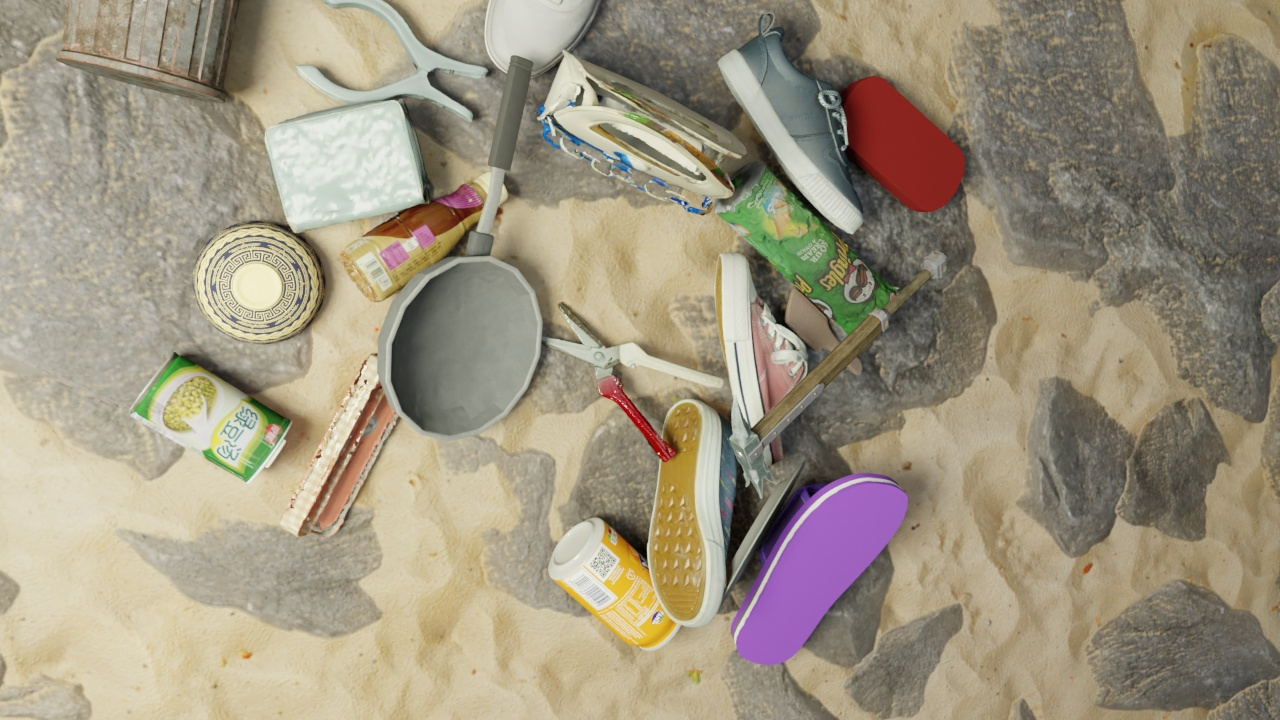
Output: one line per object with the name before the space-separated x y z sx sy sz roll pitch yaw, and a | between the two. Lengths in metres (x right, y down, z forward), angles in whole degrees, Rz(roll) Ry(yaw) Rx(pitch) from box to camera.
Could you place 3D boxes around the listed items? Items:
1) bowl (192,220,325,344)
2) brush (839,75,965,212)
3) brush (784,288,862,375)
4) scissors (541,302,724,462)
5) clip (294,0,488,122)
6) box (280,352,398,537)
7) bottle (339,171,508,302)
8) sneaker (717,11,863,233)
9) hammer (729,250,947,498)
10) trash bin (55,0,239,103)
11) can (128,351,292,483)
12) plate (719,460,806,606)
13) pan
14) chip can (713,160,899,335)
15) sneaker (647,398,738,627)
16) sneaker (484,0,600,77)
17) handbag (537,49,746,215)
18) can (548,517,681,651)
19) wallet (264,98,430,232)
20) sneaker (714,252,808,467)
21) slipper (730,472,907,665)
bowl | -0.339 -0.068 0.817 0.112 0.061 0.112 -3 99 -19
brush | 0.280 -0.237 1.019 0.173 0.042 0.082 34 86 -21
brush | 0.206 -0.024 1.035 0.135 0.015 0.049 38 53 -28
scissors | -0.006 0.018 0.942 0.179 0.015 0.193 -13 92 -2
clip | -0.220 -0.300 0.842 0.171 0.029 0.141 7 97 -21
box | -0.275 0.082 0.867 0.043 0.083 0.187 28 90 9
bottle | -0.198 -0.122 0.861 0.165 0.060 0.059 -38 108 -19
sneaker | 0.174 -0.241 0.947 0.087 0.089 0.235 -35 103 10
hammer | 0.209 -0.010 0.938 0.316 0.028 0.147 -42 139 -15
trash bin | -0.379 -0.327 0.729 0.130 0.131 0.211 10 96 -20
can | -0.380 0.052 0.818 0.121 0.067 0.067 37 85 -20
plate | 0.125 0.180 0.973 0.012 0.178 0.178 30 87 14
pan | -0.151 -0.101 0.851 0.178 0.041 0.357 4 103 -49
chip can | 0.178 -0.118 0.984 0.223 0.075 0.075 38 85 -20
sneaker | 0.065 0.160 0.962 0.079 0.088 0.235 21 62 -40
sneaker | -0.056 -0.380 0.834 0.096 0.129 0.263 27 92 -18
handbag | 0.005 -0.203 0.844 0.200 0.199 0.093 21 103 -19
can | -0.024 0.236 0.963 0.079 0.079 0.142 -47 110 -8
wallet | -0.262 -0.175 0.825 0.131 0.054 0.100 -12 96 -5
sneaker | 0.134 -0.001 0.974 0.088 0.118 0.241 -11 108 3
slipper | 0.184 0.217 1.039 0.107 0.084 0.267 21 112 -21
